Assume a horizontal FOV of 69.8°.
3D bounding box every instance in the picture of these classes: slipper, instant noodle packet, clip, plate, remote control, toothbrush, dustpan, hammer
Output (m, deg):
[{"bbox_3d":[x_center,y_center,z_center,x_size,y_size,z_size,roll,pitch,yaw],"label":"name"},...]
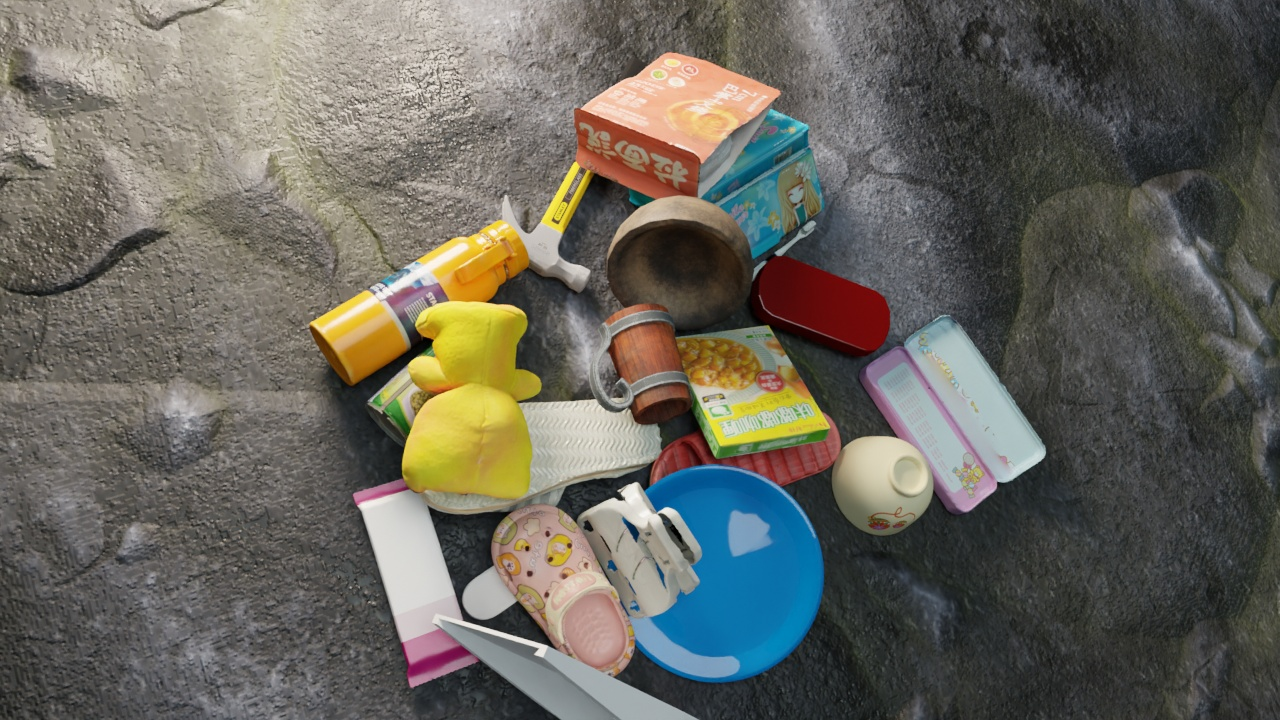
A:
[{"bbox_3d":[0.124,0.108,1.023,0.248,0.059,0.103,-17,79,-22],"label":"slipper"},{"bbox_3d":[-0.103,0.097,0.964,0.272,0.054,0.114,-11,75,-28],"label":"slipper"},{"bbox_3d":[0.048,-0.293,1.076,0.164,0.084,0.220,25,55,18],"label":"instant noodle packet"},{"bbox_3d":[-0.065,0.229,0.906,0.093,0.082,0.197,-36,96,-22],"label":"slipper"},{"bbox_3d":[0.015,0.180,0.914,0.105,0.152,0.126,-30,85,-48],"label":"clip"},{"bbox_3d":[0.079,0.222,0.967,0.224,0.024,0.224,0,86,1],"label":"plate"},{"bbox_3d":[-0.121,0.216,0.941,0.136,0.013,0.043,-32,84,-23],"label":"remote control"},{"bbox_3d":[0.153,-0.118,1.125,0.186,0.017,0.012,-40,76,-23],"label":"toothbrush"},{"bbox_3d":[-0.049,0.314,0.825,0.257,0.192,0.053,36,64,-30],"label":"dustpan"},{"bbox_3d":[-0.062,-0.240,1.096,0.127,0.029,0.322,27,67,-6],"label":"hammer"}]

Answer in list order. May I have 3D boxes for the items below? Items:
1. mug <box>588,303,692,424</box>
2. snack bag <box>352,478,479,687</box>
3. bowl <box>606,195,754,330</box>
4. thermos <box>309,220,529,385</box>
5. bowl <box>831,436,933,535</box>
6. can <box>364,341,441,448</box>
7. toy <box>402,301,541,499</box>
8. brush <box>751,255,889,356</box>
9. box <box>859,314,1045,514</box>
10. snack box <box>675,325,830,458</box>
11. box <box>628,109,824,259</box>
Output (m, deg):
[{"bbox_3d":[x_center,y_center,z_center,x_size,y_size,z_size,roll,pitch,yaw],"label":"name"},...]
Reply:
[{"bbox_3d":[-0.006,0.006,0.989,0.117,0.082,0.111,-1,61,-34],"label":"mug"},{"bbox_3d":[-0.224,0.215,0.910,0.070,0.016,0.196,-16,79,-22],"label":"snack bag"},{"bbox_3d":[0.046,-0.115,1.023,0.162,0.163,0.070,20,46,-10],"label":"bowl"},{"bbox_3d":[-0.220,-0.064,0.960,0.232,0.076,0.091,-35,41,-23],"label":"thermos"},{"bbox_3d":[0.290,0.137,1.053,0.118,0.074,0.117,5,72,-15],"label":"bowl"},{"bbox_3d":[-0.215,0.028,0.944,0.067,0.067,0.120,43,67,0],"label":"can"},{"bbox_3d":[-0.153,0.034,0.882,0.134,0.088,0.193,9,75,-26],"label":"toy"},{"bbox_3d":[0.215,-0.062,1.112,0.173,0.042,0.082,20,69,-10],"label":"brush"},{"bbox_3d":[0.381,0.065,1.122,0.151,0.041,0.214,-32,84,-10],"label":"box"},{"bbox_3d":[0.115,0.030,1.022,0.131,0.027,0.168,-7,47,-19],"label":"snack box"},{"bbox_3d":[0.117,-0.211,1.113,0.226,0.087,0.168,-35,85,-23],"label":"box"}]
